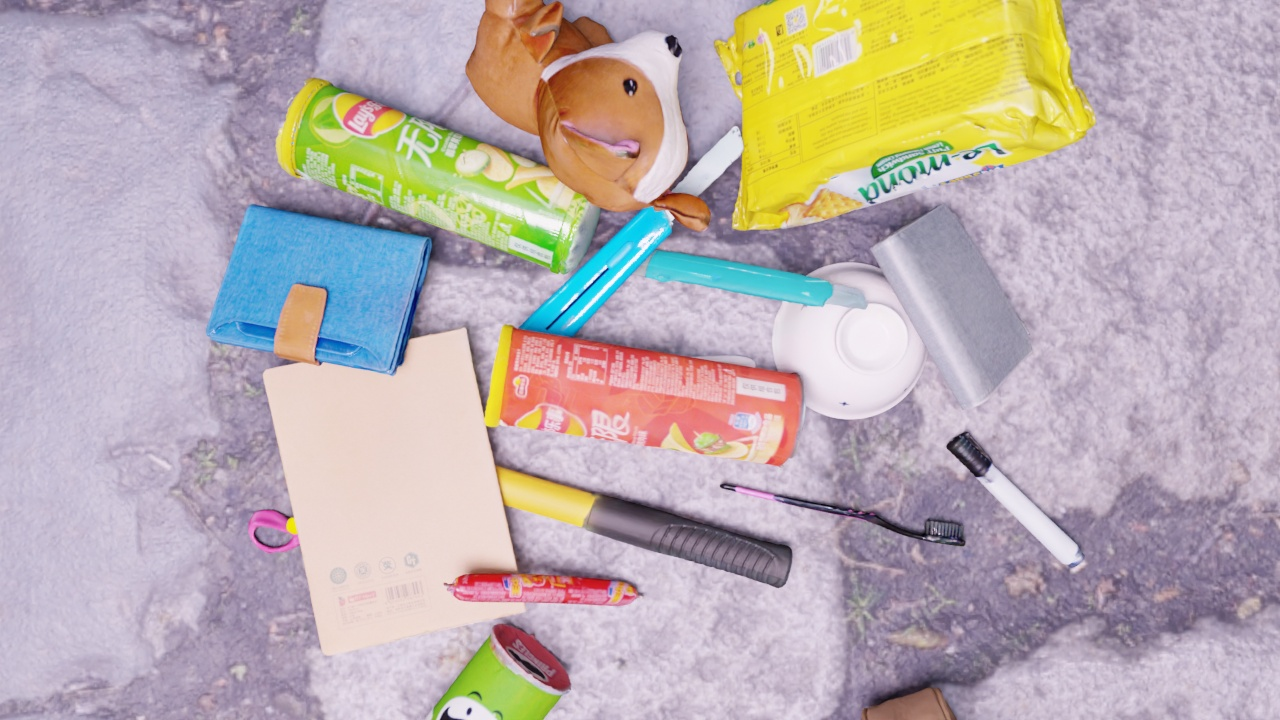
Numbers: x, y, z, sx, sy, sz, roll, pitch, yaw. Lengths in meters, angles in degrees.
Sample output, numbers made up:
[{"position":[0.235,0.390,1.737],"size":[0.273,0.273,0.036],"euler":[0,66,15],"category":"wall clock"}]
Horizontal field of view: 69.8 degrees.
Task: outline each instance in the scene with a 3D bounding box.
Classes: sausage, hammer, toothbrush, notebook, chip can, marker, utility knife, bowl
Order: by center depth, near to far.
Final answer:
[{"position":[0.003,0.025,0.644],"size":[0.216,0.073,0.073],"euler":[8,90,-7],"category":"chip can"},{"position":[-0.065,0.162,0.649],"size":[0.155,0.020,0.020],"euler":[10,90,-30],"category":"sausage"},{"position":[-0.174,0.093,0.650],"size":[0.148,0.008,0.207],"euler":[-12,90,-1],"category":"notebook"},{"position":[-0.137,-0.128,0.650],"size":[0.221,0.072,0.072],"euler":[21,90,-1],"category":"chip can"},{"position":[-0.148,0.302,0.654],"size":[0.072,0.072,0.236],"euler":[38,90,-1],"category":"chip can"},{"position":[0.075,-0.056,0.656],"size":[0.176,0.013,0.029],"euler":[12,61,21],"category":"utility knife"},{"position":[-0.006,-0.083,0.657],"size":[0.219,0.018,0.034],"euler":[-44,80,11],"category":"utility knife"},{"position":[0.159,-0.015,0.660],"size":[0.118,0.065,0.118],"euler":[0,90,-2],"category":"bowl"},{"position":[-0.037,0.112,0.673],"size":[0.301,0.033,0.129],"euler":[16,90,-1],"category":"hammer"},{"position":[-0.004,0.004,0.683],"size":[0.180,0.016,0.016],"euler":[-1,107,-3],"category":"toothbrush"},{"position":[0.152,0.112,0.686],"size":[0.189,0.014,0.017],"euler":[13,80,-1],"category":"toothbrush"},{"position":[0.281,0.104,0.686],"size":[0.130,0.018,0.022],"euler":[44,80,-1],"category":"marker"}]

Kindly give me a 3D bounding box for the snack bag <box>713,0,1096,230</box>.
[{"position":[0.153,-0.187,0.592],"size":[0.247,0.068,0.158],"euler":[-12,80,42],"category":"snack bag"}]

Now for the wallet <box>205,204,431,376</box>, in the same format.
[{"position":[-0.222,-0.049,0.636],"size":[0.133,0.040,0.106],"euler":[11,76,3],"category":"wallet"}]

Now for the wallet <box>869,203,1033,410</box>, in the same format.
[{"position":[0.222,-0.041,0.655],"size":[0.106,0.037,0.129],"euler":[-30,90,-43],"category":"wallet"}]

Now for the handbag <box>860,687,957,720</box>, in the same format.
[{"position":[0.196,0.321,0.598],"size":[0.100,0.204,0.148],"euler":[-20,104,10],"category":"handbag"}]

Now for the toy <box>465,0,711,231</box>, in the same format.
[{"position":[-0.029,-0.174,0.608],"size":[0.131,0.140,0.199],"euler":[-44,56,22],"category":"toy"}]

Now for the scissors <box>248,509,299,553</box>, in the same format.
[{"position":[-0.225,0.121,0.671],"size":[0.133,0.017,0.134],"euler":[10,100,8],"category":"scissors"}]
